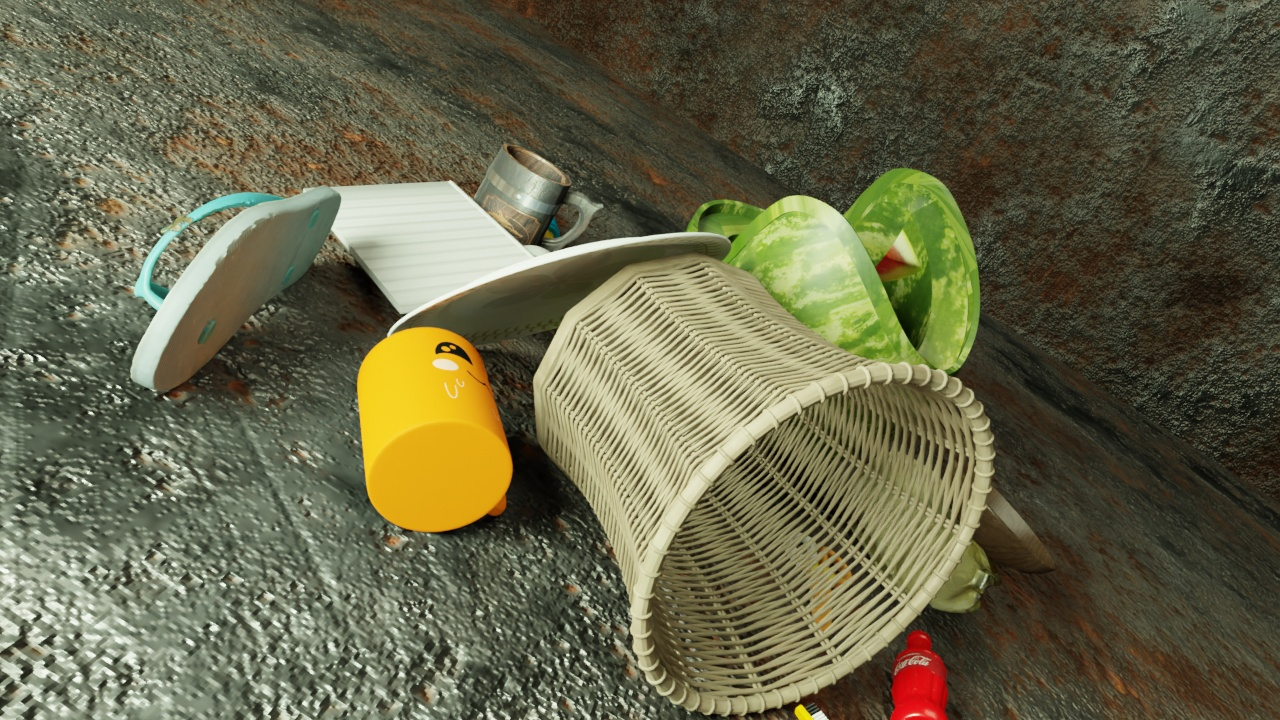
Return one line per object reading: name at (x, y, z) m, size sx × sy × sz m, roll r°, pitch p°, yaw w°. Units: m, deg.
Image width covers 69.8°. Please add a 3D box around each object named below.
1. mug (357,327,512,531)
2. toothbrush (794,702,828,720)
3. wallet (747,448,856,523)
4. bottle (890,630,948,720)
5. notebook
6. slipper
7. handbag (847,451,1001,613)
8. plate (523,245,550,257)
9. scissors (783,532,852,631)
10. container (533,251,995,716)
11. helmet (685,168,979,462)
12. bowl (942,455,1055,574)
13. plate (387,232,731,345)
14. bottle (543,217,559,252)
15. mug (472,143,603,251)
mug at (-0.113, 0.049, 0.540) m, size 0.112 × 0.077 × 0.096 m, roll 57°, pitch 3°, yaw -38°
toothbrush at (0.142, 0.261, 0.476) m, size 0.030 × 0.031 × 0.196 m, roll -19°, pitch 46°, yaw -24°
wallet at (0.142, 0.099, 0.846) m, size 0.099 × 0.031 × 0.119 m, roll 29°, pitch 15°, yaw -6°
bottle at (0.191, 0.221, 0.627) m, size 0.036 × 0.036 × 0.118 m, roll 35°, pitch 20°, yaw 6°
notebook at (-0.176, -0.102, 0.772) m, size 0.142 × 0.009 × 0.210 m, roll -11°, pitch 39°, yaw -36°
slipper at (-0.246, -0.069, 0.561) m, size 0.054 × 0.098 × 0.268 m, roll 30°, pitch 20°, yaw -10°
handbag at (0.252, 0.155, 0.813) m, size 0.111 × 0.081 × 0.119 m, roll 32°, pitch 18°, yaw -23°
plate at (-0.072, -0.066, 0.843) m, size 0.104 × 0.026 × 0.104 m, roll 57°, pitch 9°, yaw -14°
scissors at (0.134, 0.169, 0.696) m, size 0.064 × 0.013 × 0.127 m, roll 32°, pitch 19°, yaw 0°
container at (0.057, 0.058, 0.557) m, size 0.226 × 0.227 × 0.196 m, roll 17°, pitch 19°, yaw -36°
helmet at (0.142, -0.034, 0.779) m, size 0.212 × 0.248 × 0.243 m, roll -24°, pitch 99°, yaw -43°
bowl at (0.286, 0.131, 0.751) m, size 0.118 × 0.030 × 0.117 m, roll 41°, pitch 17°, yaw -16°
plate at (-0.056, -0.050, 0.638) m, size 0.242 × 0.243 × 0.016 m, roll -7°, pitch 79°, yaw -60°
bottle at (-0.122, -0.153, 0.996) m, size 0.051 × 0.051 × 0.146 m, roll 14°, pitch 27°, yaw -40°
mug at (-0.110, -0.137, 0.896) m, size 0.115 × 0.107 × 0.080 m, roll 24°, pitch 22°, yaw -22°
